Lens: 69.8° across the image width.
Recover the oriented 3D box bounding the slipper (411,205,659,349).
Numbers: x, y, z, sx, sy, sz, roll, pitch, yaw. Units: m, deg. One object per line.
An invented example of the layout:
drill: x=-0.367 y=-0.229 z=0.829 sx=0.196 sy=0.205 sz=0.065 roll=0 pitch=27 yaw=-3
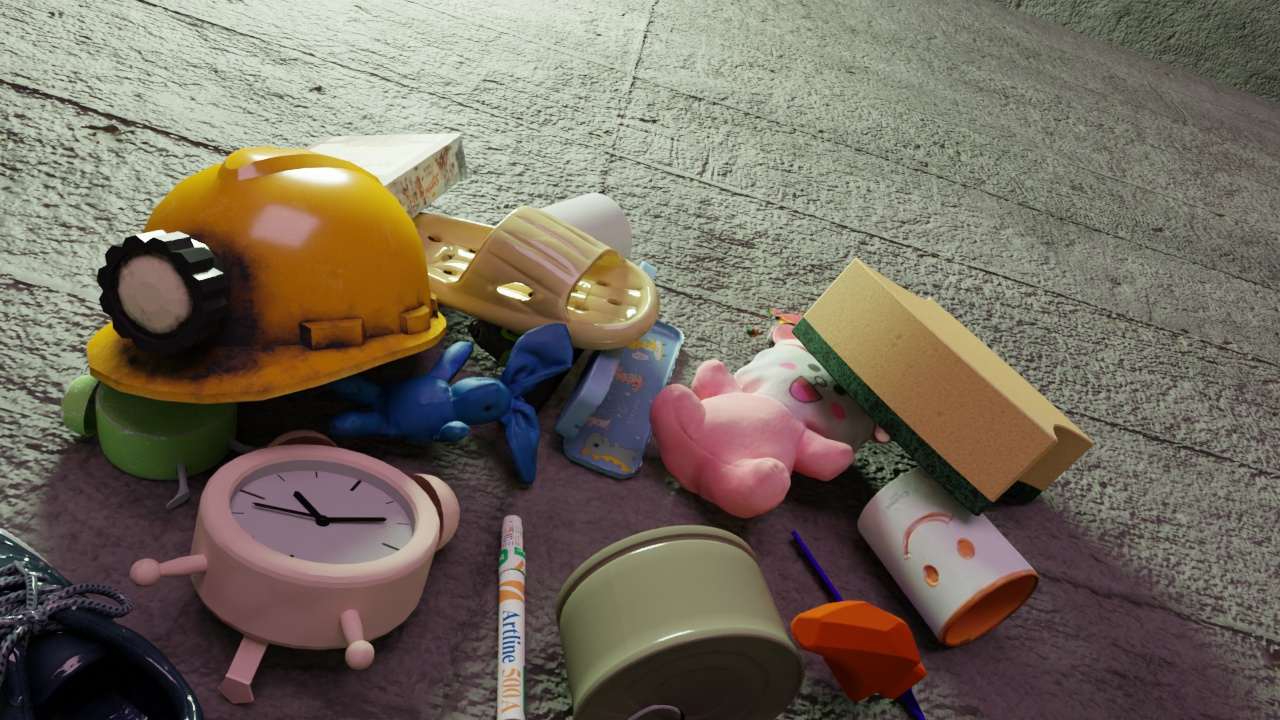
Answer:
slipper: x=-0.104 y=-0.086 z=0.729 sx=0.262 sy=0.079 sz=0.111 roll=16 pitch=40 yaw=21

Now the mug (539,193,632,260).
mug: x=-0.081 y=-0.107 z=0.850 sx=0.112 sy=0.079 sz=0.096 roll=12 pitch=27 yaw=38

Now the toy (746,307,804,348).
toy: x=0.159 y=-0.019 z=0.874 sx=0.103 sy=0.046 sz=0.084 roll=4 pitch=27 yaw=-28

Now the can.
can: x=0.019 y=0.161 z=0.517 sx=0.127 sy=0.128 sz=0.073 roll=4 pitch=39 yaw=-21

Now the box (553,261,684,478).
box: x=-0.003 y=0.006 z=0.755 sx=0.079 sy=0.073 sz=0.209 roll=33 pitch=35 yaw=-7

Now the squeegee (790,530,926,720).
squeegee: x=0.136 y=0.174 z=0.550 sx=0.184 sy=0.055 sz=0.249 roll=35 pitch=17 yaw=-50

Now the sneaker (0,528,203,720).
sneaker: x=-0.289 y=0.139 z=0.431 sx=0.235 sy=0.088 sz=0.089 roll=33 pitch=39 yaw=14

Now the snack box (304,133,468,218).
snack box: x=-0.248 y=-0.159 z=0.804 sx=0.143 sy=0.041 sz=0.146 roll=4 pitch=31 yaw=16

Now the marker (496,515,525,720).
marker: x=-0.080 y=0.156 z=0.567 sx=0.017 sy=0.017 sz=0.145 roll=9 pitch=39 yaw=-15

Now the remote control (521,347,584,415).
remote control: x=-0.066 y=-0.003 z=0.729 sx=0.033 sy=0.015 sz=0.146 roll=54 pitch=49 yaw=-25

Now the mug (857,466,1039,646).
mug: x=0.223 y=0.142 z=0.673 sx=0.082 sy=0.082 sz=0.105 roll=-6 pitch=44 yaw=-30

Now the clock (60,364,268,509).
clock: x=-0.309 y=0.030 z=0.593 sx=0.119 sy=0.043 sz=0.094 roll=32 pitch=38 yaw=15

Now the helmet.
helmet: x=-0.239 y=-0.075 z=0.612 sx=0.205 sy=0.131 sz=0.254 roll=6 pitch=17 yaw=10

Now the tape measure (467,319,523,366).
tape measure: x=-0.098 y=-0.021 z=0.753 sx=0.058 sy=0.036 sz=0.065 roll=48 pitch=55 yaw=7

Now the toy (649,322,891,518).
toy: x=0.109 y=0.046 z=0.736 sx=0.142 sy=0.084 sz=0.212 roll=40 pitch=43 yaw=22

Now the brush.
brush: x=0.254 y=0.024 z=0.754 sx=0.195 sy=0.075 sz=0.249 roll=49 pitch=20 yaw=26

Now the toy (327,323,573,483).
toy: x=-0.128 y=0.035 z=0.633 sx=0.176 sy=0.071 sz=0.112 roll=-4 pitch=77 yaw=-29

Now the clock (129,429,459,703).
clock: x=-0.188 y=0.111 z=0.535 sx=0.131 sy=0.086 sz=0.160 roll=21 pitch=28 yaw=0
